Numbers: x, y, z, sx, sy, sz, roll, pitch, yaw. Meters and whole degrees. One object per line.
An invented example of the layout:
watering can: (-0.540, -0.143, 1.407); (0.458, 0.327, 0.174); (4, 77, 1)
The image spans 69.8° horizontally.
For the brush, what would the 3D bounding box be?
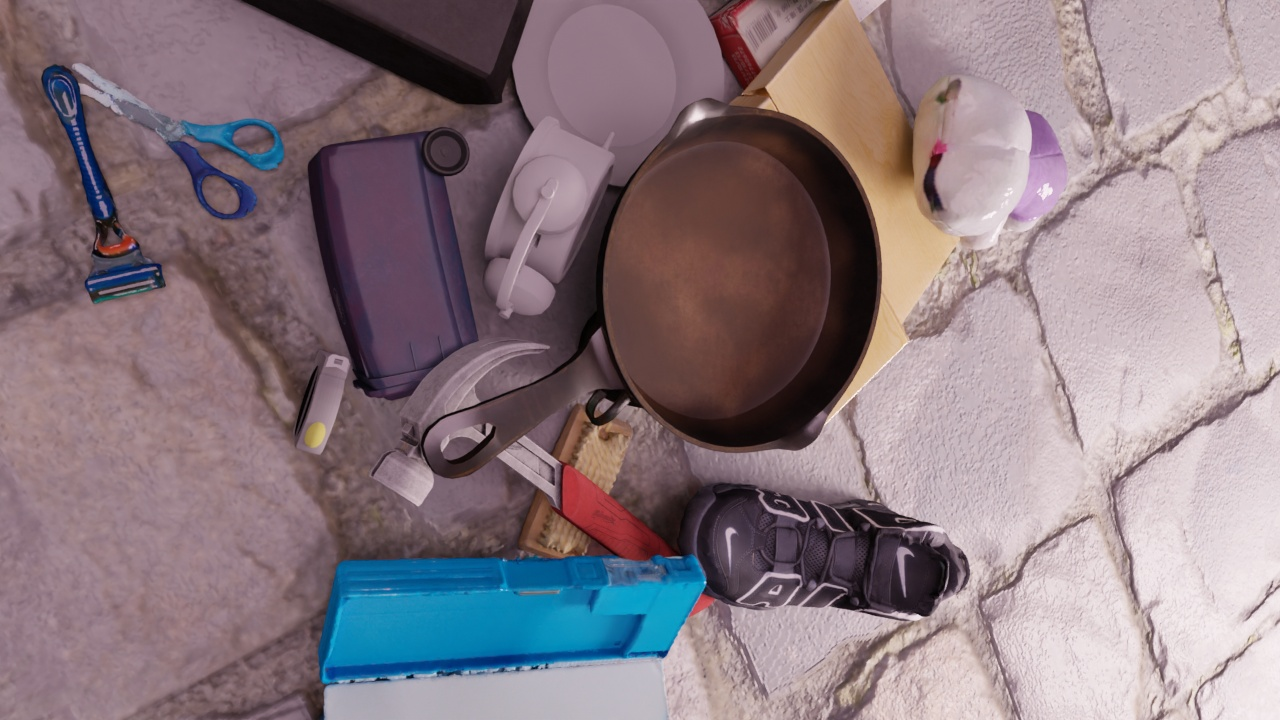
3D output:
brush: (-0.045, 0.095, 0.682); (0.049, 0.039, 0.117); (25, 86, -25)

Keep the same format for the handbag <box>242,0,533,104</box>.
handbag: (-0.147, -0.298, 0.584); (0.197, 0.102, 0.199); (20, 84, -24)

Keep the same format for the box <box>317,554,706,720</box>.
box: (-0.085, 0.203, 0.610); (0.243, 0.075, 0.167); (5, 95, -26)

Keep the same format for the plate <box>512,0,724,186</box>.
plate: (-0.017, -0.218, 0.694); (0.172, 0.019, 0.173); (-1, 93, -25)

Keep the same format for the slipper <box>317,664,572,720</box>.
slipper: (-0.132, 0.249, 0.639); (0.213, 0.059, 0.104); (-31, 107, -22)

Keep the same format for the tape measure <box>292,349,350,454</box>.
tape measure: (-0.206, 0.025, 0.592); (0.016, 0.064, 0.065); (18, 89, -24)

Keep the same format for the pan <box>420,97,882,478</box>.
pan: (0.014, -0.024, 0.602); (0.355, 0.043, 0.249); (-29, 110, -24)

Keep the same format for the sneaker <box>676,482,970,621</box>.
sneaker: (0.155, 0.155, 0.702); (0.252, 0.151, 0.097); (11, 84, -35)

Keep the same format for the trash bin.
trash bin: (-0.154, -0.060, 0.598); (0.092, 0.094, 0.161); (-15, 101, -24)

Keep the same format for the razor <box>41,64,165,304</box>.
razor: (-0.329, -0.107, 0.555); (0.043, 0.018, 0.141); (-16, 98, -20)

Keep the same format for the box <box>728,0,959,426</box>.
box: (0.142, -0.110, 0.732); (0.256, 0.076, 0.247); (-50, 122, -21)

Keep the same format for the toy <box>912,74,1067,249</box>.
toy: (0.300, -0.164, 0.778); (0.208, 0.086, 0.137); (-8, 96, -48)

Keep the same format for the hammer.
hammer: (-0.036, 0.101, 0.642); (0.315, 0.036, 0.126); (44, 70, -38)

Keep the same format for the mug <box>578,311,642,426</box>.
mug: (-0.004, 0.004, 0.674); (0.085, 0.081, 0.110); (47, 73, -19)

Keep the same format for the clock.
clock: (-0.067, -0.095, 0.608); (0.061, 0.120, 0.158); (25, 38, -2)

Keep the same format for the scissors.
scissors: (-0.296, -0.140, 0.572); (0.134, 0.016, 0.073); (26, 84, -22)

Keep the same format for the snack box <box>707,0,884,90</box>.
snack box: (0.172, -0.327, 0.764); (0.272, 0.044, 0.076); (-43, 114, -16)
